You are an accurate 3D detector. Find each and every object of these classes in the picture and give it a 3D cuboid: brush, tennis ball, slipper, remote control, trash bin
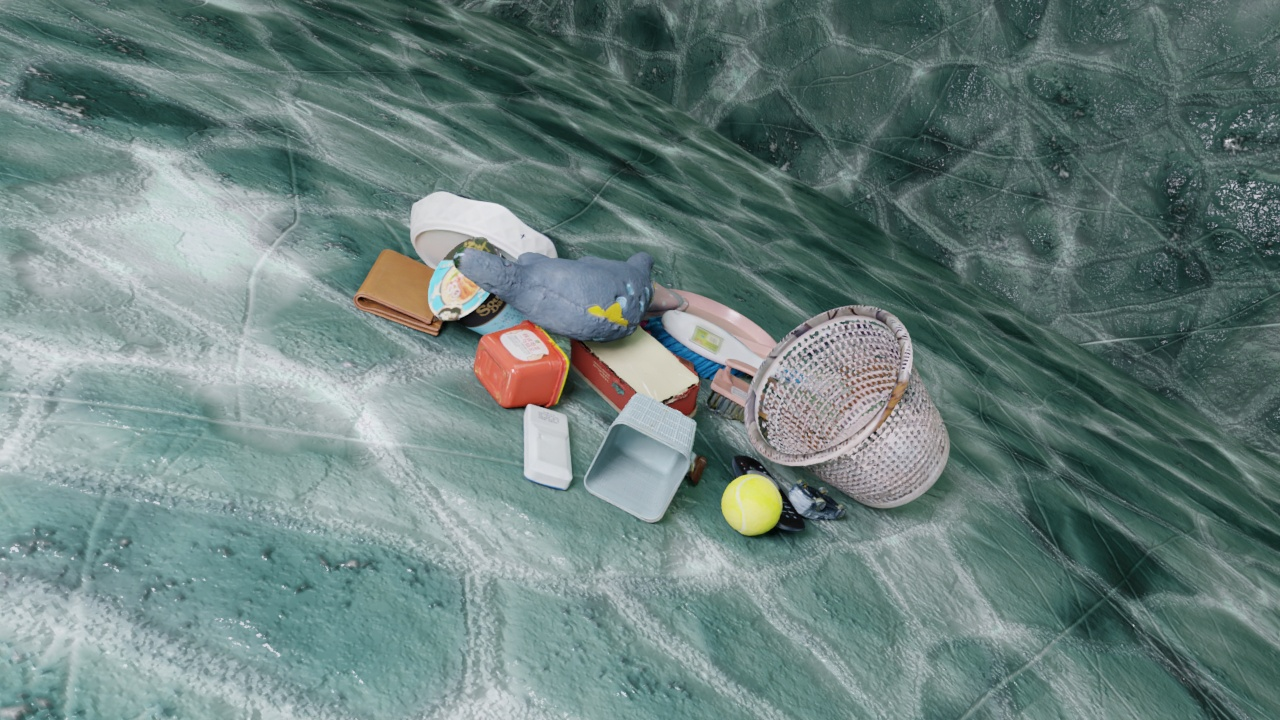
[{"bbox_3d":[0.165,0.057,1.242,0.145,0.073,0.063,29,23,3],"label":"brush"},{"bbox_3d":[0.121,0.157,0.997,0.065,0.066,0.065,22,24,-10],"label":"tennis ball"},{"bbox_3d":[-0.044,-0.103,1.339,0.273,0.054,0.114,0,27,-34],"label":"slipper"},{"bbox_3d":[0.158,0.010,1.294,0.314,0.110,0.060,27,67,-10],"label":"brush"},{"bbox_3d":[0.145,0.159,1.069,0.053,0.024,0.136,11,26,-28],"label":"remote control"},{"bbox_3d":[0.274,0.075,1.140,0.192,0.228,0.227,41,13,-33],"label":"trash bin"},{"bbox_3d":[-0.098,0.089,0.969,0.049,0.024,0.124,19,24,-17],"label":"remote control"}]

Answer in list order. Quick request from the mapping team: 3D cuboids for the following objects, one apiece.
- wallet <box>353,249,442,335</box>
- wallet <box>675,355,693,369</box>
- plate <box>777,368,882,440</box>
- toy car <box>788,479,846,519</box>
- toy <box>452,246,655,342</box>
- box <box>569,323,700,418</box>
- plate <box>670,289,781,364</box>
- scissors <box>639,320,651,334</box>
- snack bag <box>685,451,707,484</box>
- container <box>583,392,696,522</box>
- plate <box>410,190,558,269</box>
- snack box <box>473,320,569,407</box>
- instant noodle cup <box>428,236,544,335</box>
[{"bbox_3d":[-0.285,-0.085,1.131,0.107,0.031,0.131,22,28,-13],"label":"wallet"},{"bbox_3d":[0.020,0.018,1.232,0.101,0.032,0.124,20,23,-4],"label":"wallet"},{"bbox_3d":[0.319,0.079,1.412,0.230,0.028,0.229,22,24,-11],"label":"plate"},{"bbox_3d":[0.211,0.171,1.098,0.090,0.034,0.043,22,15,-48],"label":"toy car"},{"bbox_3d":[-0.066,-0.082,1.064,0.355,0.092,0.138,-5,53,-54],"label":"toy"},{"bbox_3d":[-0.007,0.007,1.131,0.091,0.077,0.168,-28,53,-30],"label":"box"},{"bbox_3d":[0.120,-0.045,1.465,0.229,0.028,0.229,21,24,-10],"label":"plate"},{"bbox_3d":[-0.003,-0.067,1.382,0.093,0.017,0.137,8,24,-38],"label":"scissors"},{"bbox_3d":[0.027,0.105,1.061,0.104,0.026,0.048,27,35,3],"label":"snack bag"},{"bbox_3d":[0.006,0.098,0.978,0.090,0.090,0.111,27,20,2],"label":"container"},{"bbox_3d":[-0.202,-0.137,1.174,0.205,0.205,0.045,23,68,-8],"label":"plate"},{"bbox_3d":[-0.136,0.006,1.037,0.080,0.082,0.091,-11,43,-39],"label":"snack box"},{"bbox_3d":[-0.176,-0.071,1.109,0.120,0.111,0.111,38,8,-48],"label":"instant noodle cup"}]
